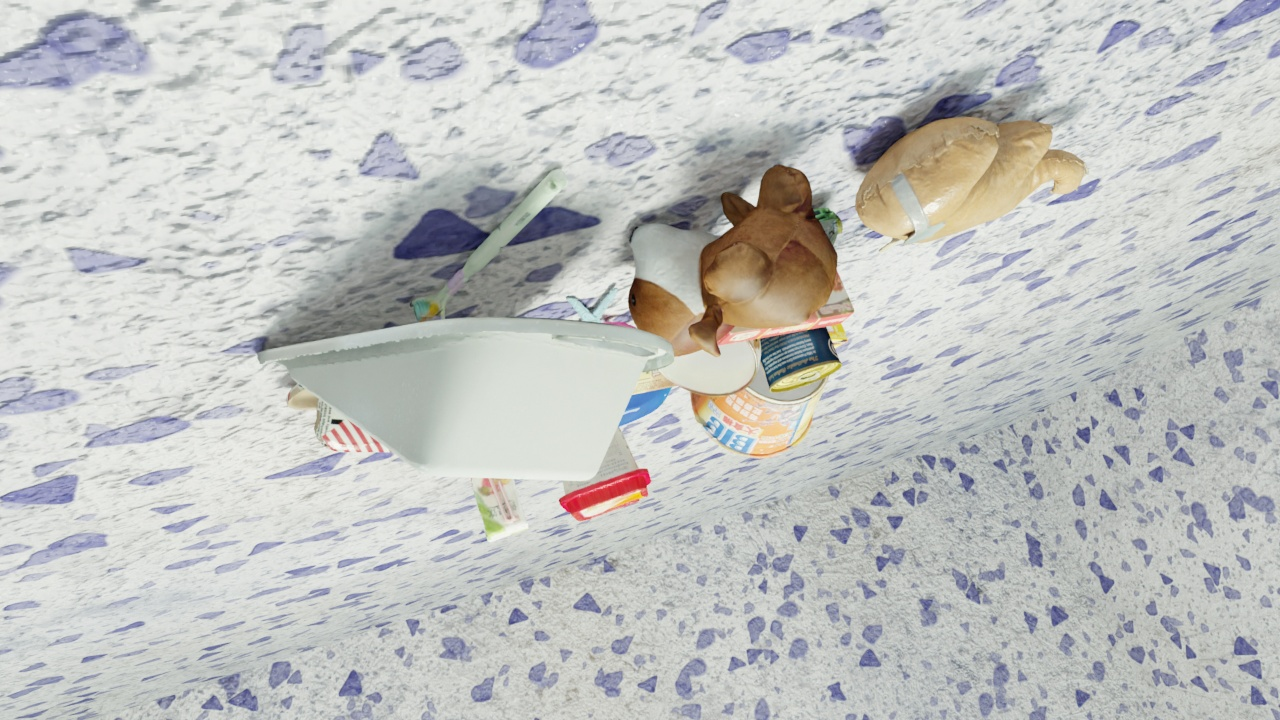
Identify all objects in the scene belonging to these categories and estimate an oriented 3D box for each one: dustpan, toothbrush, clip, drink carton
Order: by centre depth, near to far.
[{"bbox_3d":[-0.108,-0.076,0.646,0.190,0.029,0.020,-36,-161,40],"label":"toothbrush"},{"bbox_3d":[-0.110,-0.004,0.677,0.222,0.258,0.143,11,106,-49],"label":"dustpan"},{"bbox_3d":[0.245,-0.129,0.851,0.100,0.071,0.035,-16,165,-35],"label":"clip"},{"bbox_3d":[-0.177,0.152,1.110,0.053,0.122,0.046,-16,162,-11],"label":"drink carton"}]

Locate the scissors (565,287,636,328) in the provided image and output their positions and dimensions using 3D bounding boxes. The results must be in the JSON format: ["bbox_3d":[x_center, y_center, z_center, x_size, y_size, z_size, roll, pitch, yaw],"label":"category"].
[{"bbox_3d":[-0.053,-0.033,0.858,0.113,0.017,0.134,-18,160,12],"label":"scissors"}]

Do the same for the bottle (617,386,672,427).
[{"bbox_3d":[-0.022,0.040,1.007,0.218,0.065,0.065,-23,169,-39],"label":"bottle"}]

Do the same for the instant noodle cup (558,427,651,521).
[{"bbox_3d":[-0.057,0.126,1.165,0.116,0.124,0.116,-19,164,-2],"label":"instant noodle cup"}]

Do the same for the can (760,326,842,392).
[{"bbox_3d":[0.146,-0.033,0.918,0.075,0.111,0.075,-17,165,-5],"label":"can"}]

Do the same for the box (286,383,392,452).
[{"bbox_3d":[-0.230,0.037,0.807,0.088,0.076,0.162,12,-175,37],"label":"box"}]

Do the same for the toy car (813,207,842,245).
[{"bbox_3d":[0.148,-0.107,0.810,0.043,0.036,0.091,-17,164,-5],"label":"toy car"}]

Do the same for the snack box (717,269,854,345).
[{"bbox_3d":[0.125,-0.063,0.858,0.152,0.075,0.026,-10,161,-30],"label":"snack box"}]

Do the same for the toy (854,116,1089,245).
[{"bbox_3d":[0.273,-0.147,0.756,0.225,0.082,0.144,-10,169,-39],"label":"toy"}]

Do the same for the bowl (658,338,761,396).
[{"bbox_3d":[0.068,-0.024,0.903,0.114,0.113,0.062,-37,-161,45],"label":"bowl"}]

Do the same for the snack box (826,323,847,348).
[{"bbox_3d":[0.185,-0.009,1.176,0.141,0.033,0.086,-30,160,36],"label":"snack box"}]

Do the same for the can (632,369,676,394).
[{"bbox_3d":[-0.006,0.006,0.953,0.116,0.058,0.059,-10,161,-31],"label":"can"}]

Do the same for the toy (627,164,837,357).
[{"bbox_3d":[0.050,-0.063,0.705,0.139,0.130,0.200,-55,-167,-28],"label":"toy"}]

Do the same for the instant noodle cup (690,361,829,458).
[{"bbox_3d":[0.140,0.020,1.035,0.151,0.151,0.112,-15,154,-18],"label":"instant noodle cup"}]
